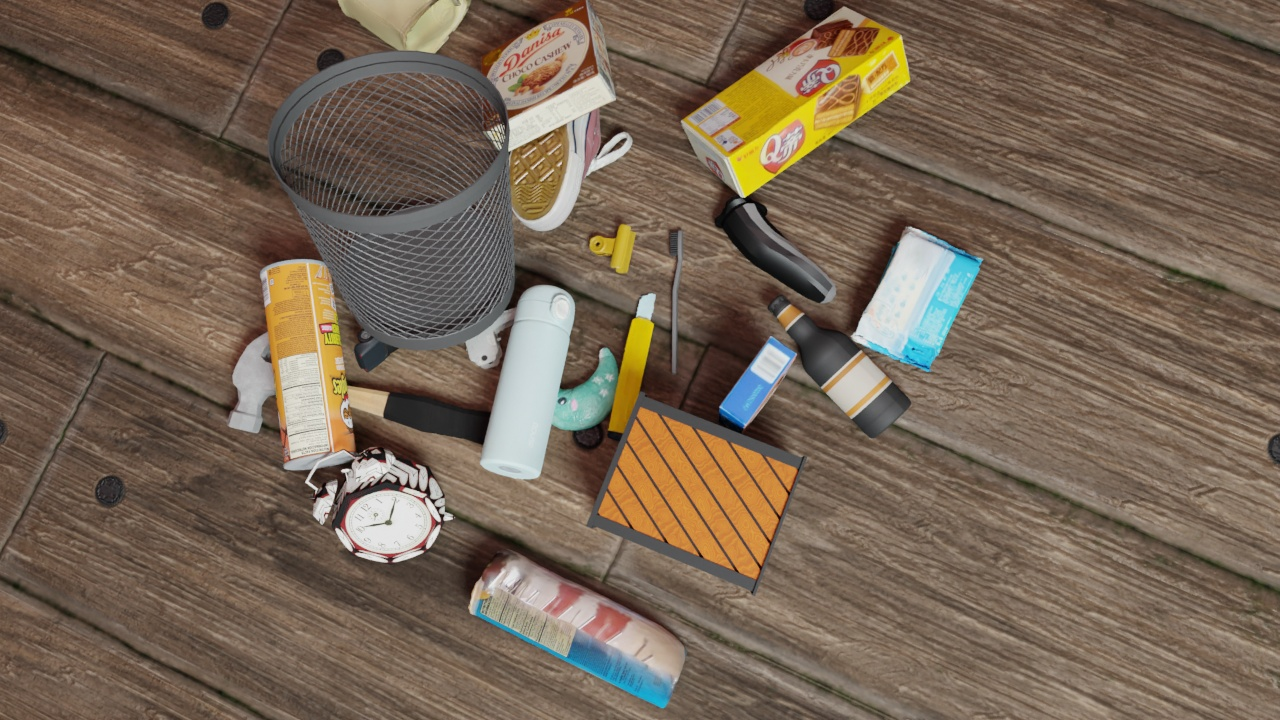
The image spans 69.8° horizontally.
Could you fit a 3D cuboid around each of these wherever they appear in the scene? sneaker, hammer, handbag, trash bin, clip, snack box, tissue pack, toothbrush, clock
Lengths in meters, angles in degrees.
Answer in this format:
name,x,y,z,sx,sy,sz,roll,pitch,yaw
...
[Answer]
name,x,y,z,sx,sy,sz,roll,pitch,yaw
sneaker,-0.083,-0.235,1.038,0.118,0.088,0.240,-5,59,27
hammer,-0.298,0.047,1.036,0.328,0.039,0.131,13,81,6
handbag,-0.277,-0.428,1.088,0.119,0.081,0.111,37,78,10
trash bin,0.058,0.136,0.942,0.172,0.140,0.139,21,83,7
clip,-0.180,-0.022,1.035,0.102,0.050,0.058,-19,68,2
clip,-0.032,-0.130,1.046,0.049,0.045,0.054,15,83,-19
trash bin,-0.232,-0.151,0.935,0.218,0.228,0.217,0,57,-1
snack box,0.118,0.031,0.948,0.034,0.151,0.087,36,85,9
tissue pack,0.297,-0.065,0.995,0.093,0.062,0.144,26,81,9
snack box,0.171,-0.287,1.013,0.230,0.062,0.110,-35,45,-2
toothbrush,0.040,-0.067,1.039,0.013,0.013,0.167,-1,81,12
snack box,-0.106,-0.315,1.017,0.143,0.041,0.146,-22,51,17
clock,-0.281,0.144,0.977,0.115,0.065,0.154,-38,121,13

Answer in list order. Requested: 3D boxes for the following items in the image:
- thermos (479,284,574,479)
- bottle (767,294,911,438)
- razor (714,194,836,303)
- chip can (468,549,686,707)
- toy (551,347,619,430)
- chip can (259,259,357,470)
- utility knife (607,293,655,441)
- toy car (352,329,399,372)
name,x,y,z,sx,sy,sz,roll,pitch,yaw
thermos,-0.118,0.020,0.989,0.065,0.078,0.206,22,67,-28
bottle,0.208,0.000,0.992,0.059,0.059,0.181,-43,81,-3
razor,0.153,-0.119,1.021,0.060,0.057,0.156,-34,78,-34
chip can,-0.063,0.279,0.964,0.229,0.080,0.079,24,84,7
toy,-0.072,0.036,1.024,0.105,0.033,0.085,-16,70,3
chip can,-0.358,0.005,0.989,0.075,0.075,0.215,-12,79,2
utility knife,-0.006,0.006,1.019,0.030,0.017,0.178,14,75,-7
toy car,-0.275,-0.035,1.024,0.034,0.046,0.111,28,59,17
